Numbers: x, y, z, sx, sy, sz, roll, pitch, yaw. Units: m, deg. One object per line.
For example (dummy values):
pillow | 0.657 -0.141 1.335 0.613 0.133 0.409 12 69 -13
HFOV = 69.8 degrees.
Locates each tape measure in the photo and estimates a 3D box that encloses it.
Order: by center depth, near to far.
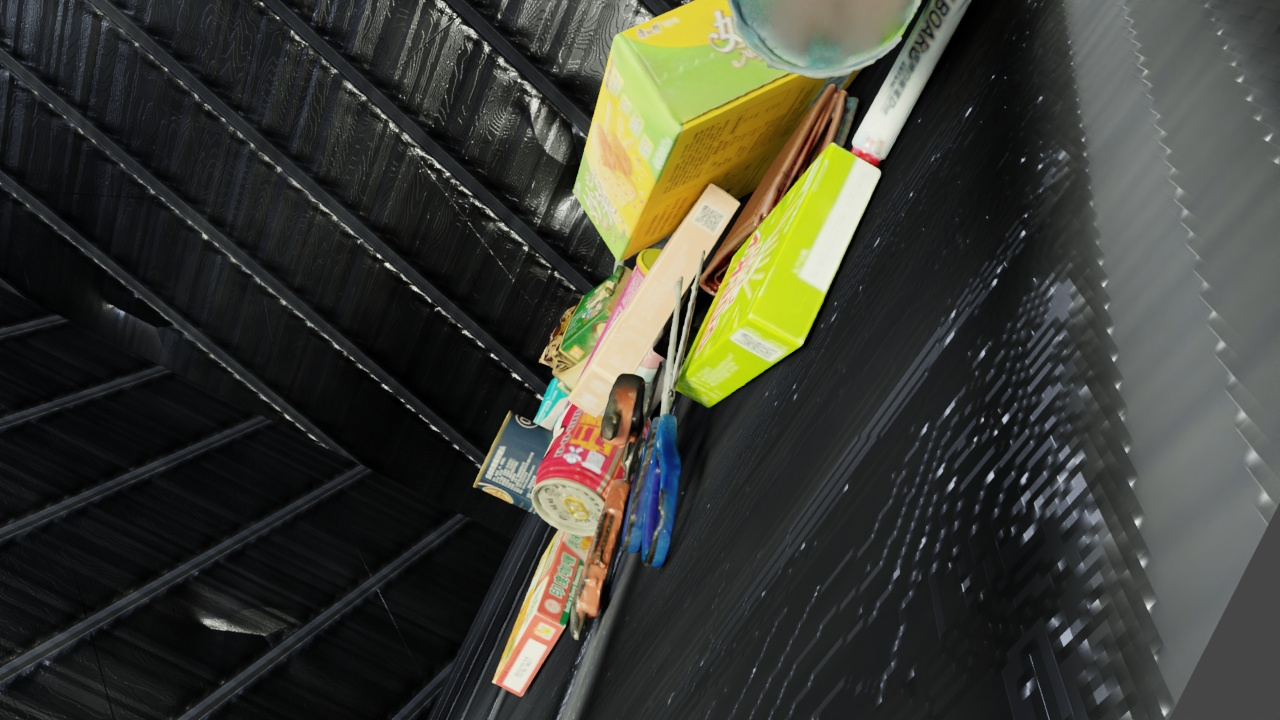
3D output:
tape measure | 0.037 -0.028 0.654 0.065 0.033 0.066 -62 5 -13

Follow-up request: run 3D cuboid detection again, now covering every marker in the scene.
marker | 0.125 -0.145 0.366 0.145 0.017 0.017 -62 3 11

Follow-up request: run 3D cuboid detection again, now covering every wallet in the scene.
wallet | 0.081 -0.094 0.544 0.101 0.032 0.125 -61 3 -16

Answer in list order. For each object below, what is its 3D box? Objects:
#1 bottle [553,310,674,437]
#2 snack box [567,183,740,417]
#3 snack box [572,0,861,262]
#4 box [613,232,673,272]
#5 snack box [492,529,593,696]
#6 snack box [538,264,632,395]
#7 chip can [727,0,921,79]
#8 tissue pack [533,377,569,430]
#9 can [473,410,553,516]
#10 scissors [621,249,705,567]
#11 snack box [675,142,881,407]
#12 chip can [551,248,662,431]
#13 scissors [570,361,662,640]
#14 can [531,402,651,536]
bottle | -0.005 0.004 0.760 0.197 0.068 0.068 -59 5 27
snack box | 0.008 -0.039 0.615 0.157 0.026 0.085 -58 4 -22
snack box | 0.047 -0.160 0.611 0.157 0.070 0.210 -29 -7 -16
box | 0.052 -0.169 0.929 0.200 0.039 0.158 -39 -4 -18
snack box | -0.067 0.175 0.707 0.077 0.027 0.155 -60 4 25
snack box | -0.018 -0.020 0.924 0.106 0.117 0.118 -44 17 39
chip can | 0.101 -0.190 0.392 0.072 0.072 0.235 -60 -2 41
tissue pack | -0.072 0.081 0.961 0.050 0.093 0.133 113 -177 -75
can | -0.083 0.102 0.822 0.075 0.111 0.075 -63 5 9
scissors | 0.012 0.033 0.462 0.174 0.012 0.163 -87 9 -53
snack box | 0.057 -0.031 0.432 0.085 0.026 0.156 -63 3 -14
chip can | -0.012 0.003 0.841 0.211 0.071 0.071 -62 3 30
scissors | -0.008 0.057 0.545 0.224 0.015 0.189 -72 -8 -45
can | -0.036 0.074 0.675 0.067 0.066 0.093 -60 5 46
